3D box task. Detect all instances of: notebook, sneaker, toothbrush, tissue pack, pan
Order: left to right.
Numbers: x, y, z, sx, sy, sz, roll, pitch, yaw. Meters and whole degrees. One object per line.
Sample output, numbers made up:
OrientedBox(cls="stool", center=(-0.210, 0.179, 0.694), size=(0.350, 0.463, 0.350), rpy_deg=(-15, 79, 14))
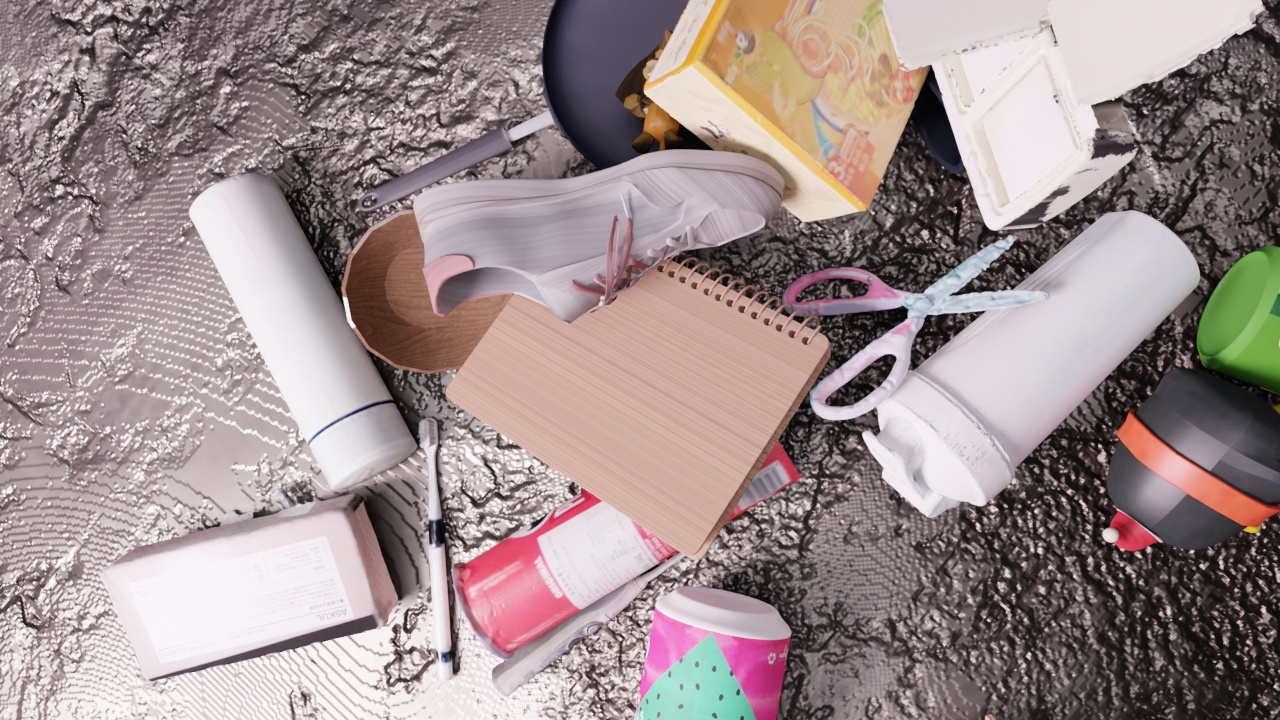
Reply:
OrientedBox(cls="tissue pack", center=(-0.271, 0.152, 0.651), size=(0.181, 0.071, 0.104), rpy_deg=(-15, 99, 8))
OrientedBox(cls="toothbrush", center=(-0.146, 0.134, 0.653), size=(0.012, 0.017, 0.186), rpy_deg=(-6, 85, 10))
OrientedBox(cls="pan", center=(-0.044, -0.185, 0.662), size=(0.356, 0.021, 0.198), rpy_deg=(-24, 83, 4))
OrientedBox(cls="sneaker", center=(-0.027, -0.066, 0.570), size=(0.236, 0.099, 0.089), rpy_deg=(-6, 77, 10))
OrientedBox(cls="toothbrush", center=(-0.024, 0.170, 0.633), size=(0.185, 0.022, 0.024), rpy_deg=(-36, 50, 3))
OrientedBox(cls="notebook", center=(-0.004, 0.003, 0.601), size=(0.210, 0.022, 0.169), rpy_deg=(29, 79, 26))

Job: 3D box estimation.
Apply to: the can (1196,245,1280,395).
OrientedBox(cls="can", center=(0.432, -0.008, 0.557), size=(0.144, 0.083, 0.083), rpy_deg=(22, 88, 8))

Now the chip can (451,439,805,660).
OrientedBox(cls="chip can", center=(-0.008, 0.107, 0.611), size=(0.233, 0.073, 0.073), rpy_deg=(-32, 82, 3))

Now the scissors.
OrientedBox(cls="scissors", center=(0.165, -0.020, 0.578), size=(0.173, 0.014, 0.158), rpy_deg=(-1, 53, 30))

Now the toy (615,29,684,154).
OrientedBox(cls="toy", center=(0.017, -0.168, 0.608), size=(0.076, 0.062, 0.100), rpy_deg=(1, 67, 25))

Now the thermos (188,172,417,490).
OrientedBox(cls="thermos", center=(-0.240, -0.021, 0.653), size=(0.068, 0.068, 0.230), rpy_deg=(-31, 83, 4))

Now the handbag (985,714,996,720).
OrientedBox(cls="handbag", center=(0.190, 0.336, 0.545), size=(0.187, 0.116, 0.198), rpy_deg=(-26, 83, 5))

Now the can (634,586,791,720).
OrientedBox(cls="can", center=(0.040, 0.235, 0.586), size=(0.088, 0.088, 0.166), rpy_deg=(10, 87, 8))

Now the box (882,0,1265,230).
OrientedBox(cls="box", center=(0.187, -0.163, 0.457), size=(0.101, 0.195, 0.143), rpy_deg=(-9, 73, -15))

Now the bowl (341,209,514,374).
OrientedBox(cls="bowl", center=(-0.148, -0.051, 0.646), size=(0.117, 0.030, 0.118), rpy_deg=(-4, 107, -14))

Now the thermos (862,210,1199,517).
OrientedBox(cls="thermos", center=(0.243, 0.005, 0.580), size=(0.220, 0.099, 0.099), rpy_deg=(-41, 82, -1))

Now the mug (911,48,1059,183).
OrientedBox(cls="mug", center=(0.236, -0.158, 0.607), size=(0.077, 0.071, 0.105), rpy_deg=(-27, 109, 4))

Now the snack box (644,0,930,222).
OrientedBox(cls="snack box", center=(0.106, -0.207, 0.577), size=(0.145, 0.081, 0.195), rpy_deg=(33, 74, -25))

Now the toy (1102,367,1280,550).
OrientedBox(cls="toy", center=(0.339, 0.068, 0.563), size=(0.100, 0.097, 0.119), rpy_deg=(32, 112, 8))
